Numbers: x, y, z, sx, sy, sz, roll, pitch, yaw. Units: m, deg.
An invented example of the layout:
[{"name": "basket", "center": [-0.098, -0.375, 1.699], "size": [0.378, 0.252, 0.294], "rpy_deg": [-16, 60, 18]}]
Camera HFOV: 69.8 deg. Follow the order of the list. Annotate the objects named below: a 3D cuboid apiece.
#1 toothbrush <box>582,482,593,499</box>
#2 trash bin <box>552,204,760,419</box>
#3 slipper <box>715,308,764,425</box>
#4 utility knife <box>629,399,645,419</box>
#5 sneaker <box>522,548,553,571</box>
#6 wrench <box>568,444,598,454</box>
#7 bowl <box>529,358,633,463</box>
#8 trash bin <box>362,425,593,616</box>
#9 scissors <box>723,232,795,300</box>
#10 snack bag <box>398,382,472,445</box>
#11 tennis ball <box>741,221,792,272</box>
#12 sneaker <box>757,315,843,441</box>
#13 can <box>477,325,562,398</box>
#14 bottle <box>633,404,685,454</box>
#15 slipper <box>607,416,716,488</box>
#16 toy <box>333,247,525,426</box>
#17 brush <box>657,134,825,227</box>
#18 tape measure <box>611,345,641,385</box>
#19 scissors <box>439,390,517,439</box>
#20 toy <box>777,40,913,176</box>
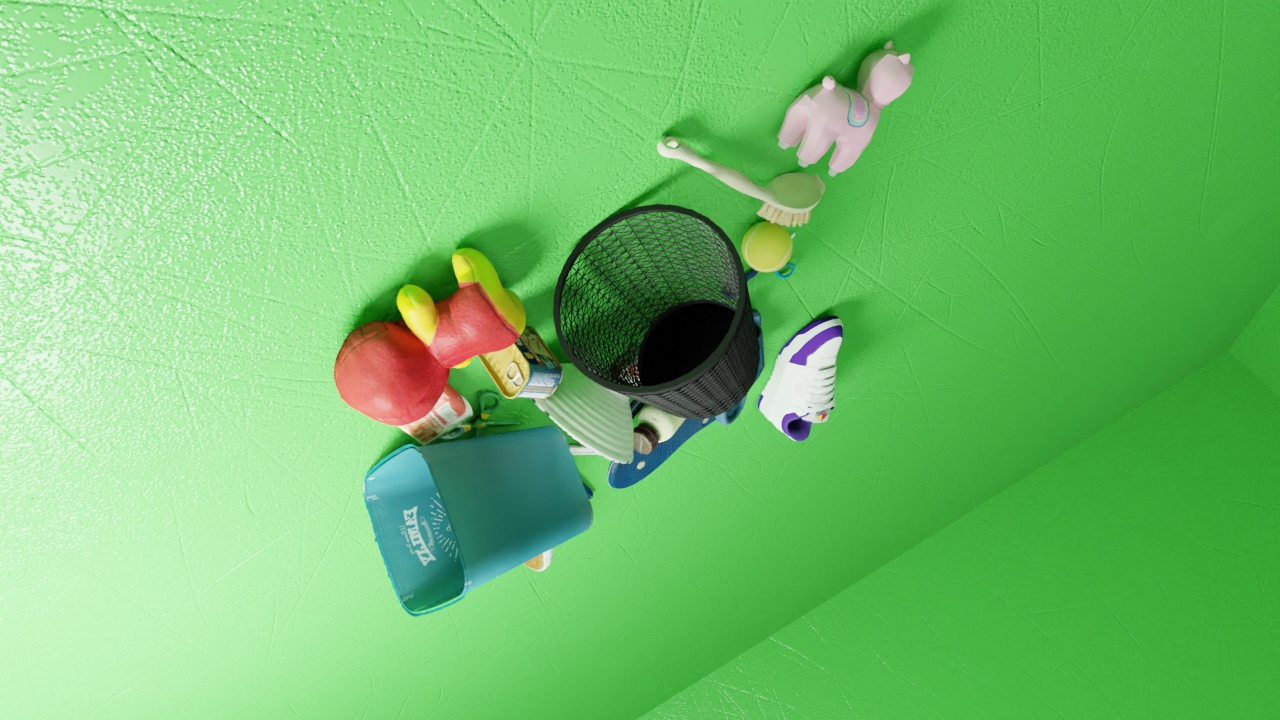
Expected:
[{"name": "toothbrush", "center": [-0.106, 0.191, 1.446], "size": [0.016, 0.017, 0.190], "rpy_deg": [-29, 153, 1]}, {"name": "trash bin", "center": [0.042, -0.035, 1.102], "size": [0.217, 0.217, 0.243], "rpy_deg": [-36, 156, 5]}, {"name": "slipper", "center": [0.153, 0.012, 1.370], "size": [0.103, 0.059, 0.214], "rpy_deg": [-44, 149, -38]}, {"name": "utility knife", "center": [0.010, 0.044, 1.307], "size": [0.174, 0.020, 0.029], "rpy_deg": [-51, 160, -4]}, {"name": "sneaker", "center": [-0.160, 0.256, 1.446], "size": [0.079, 0.087, 0.236], "rpy_deg": [-54, 167, -34]}, {"name": "wrench", "center": [-0.078, 0.137, 1.413], "size": [0.272, 0.009, 0.047], "rpy_deg": [5, 132, -47]}, {"name": "bowl", "center": [-0.061, 0.047, 1.150], "size": [0.071, 0.177, 0.177], "rpy_deg": [-52, 147, 7]}, {"name": "trash bin", "center": [-0.202, 0.191, 1.182], "size": [0.218, 0.196, 0.200], "rpy_deg": [-14, 169, -42]}, {"name": "scissors", "center": [0.168, -0.126, 1.265], "size": [0.133, 0.014, 0.127], "rpy_deg": [-40, 149, 13]}, {"name": "snack bag", "center": [-0.259, 0.053, 1.096], "size": [0.077, 0.036, 0.116], "rpy_deg": [-33, 150, 0]}, {"name": "tennis ball", "center": [0.163, -0.146, 1.181], "size": [0.065, 0.065, 0.065], "rpy_deg": [-24, 148, -16]}, {"name": "sneaker", "center": [0.280, 0.041, 1.512], "size": [0.091, 0.111, 0.245], "rpy_deg": [-13, 144, -31]}, {"name": "can", "center": [-0.141, 0.000, 1.069], "size": [0.059, 0.100, 0.054], "rpy_deg": [7, 128, -50]}, {"name": "bottle", "center": [0.042, 0.069, 1.318], "size": [0.161, 0.056, 0.057], "rpy_deg": [-46, 162, -38]}, {"name": "slipper", "center": [0.051, 0.087, 1.421], "size": [0.294, 0.060, 0.118], "rpy_deg": [-33, 147, -28]}, {"name": "toy", "center": [-0.226, -0.015, 0.978], "size": [0.216, 0.098, 0.147], "rpy_deg": [-38, 140, -1]}, {"name": "brush", "center": [0.117, -0.211, 1.065], "size": [0.271, 0.062, 0.077], "rpy_deg": [9, 126, -44]}, {"name": "tape measure", "center": [-0.008, 0.008, 1.284], "size": [0.062, 0.020, 0.060], "rpy_deg": [-46, 147, 22]}, {"name": "scissors", "center": [-0.217, 0.084, 1.204], "size": [0.127, 0.011, 0.126], "rpy_deg": [-18, 147, -21]}, {"name": "toy", "center": [0.238, -0.291, 1.047], "size": [0.123, 0.067, 0.158], "rpy_deg": [5, 128, -45]}]
